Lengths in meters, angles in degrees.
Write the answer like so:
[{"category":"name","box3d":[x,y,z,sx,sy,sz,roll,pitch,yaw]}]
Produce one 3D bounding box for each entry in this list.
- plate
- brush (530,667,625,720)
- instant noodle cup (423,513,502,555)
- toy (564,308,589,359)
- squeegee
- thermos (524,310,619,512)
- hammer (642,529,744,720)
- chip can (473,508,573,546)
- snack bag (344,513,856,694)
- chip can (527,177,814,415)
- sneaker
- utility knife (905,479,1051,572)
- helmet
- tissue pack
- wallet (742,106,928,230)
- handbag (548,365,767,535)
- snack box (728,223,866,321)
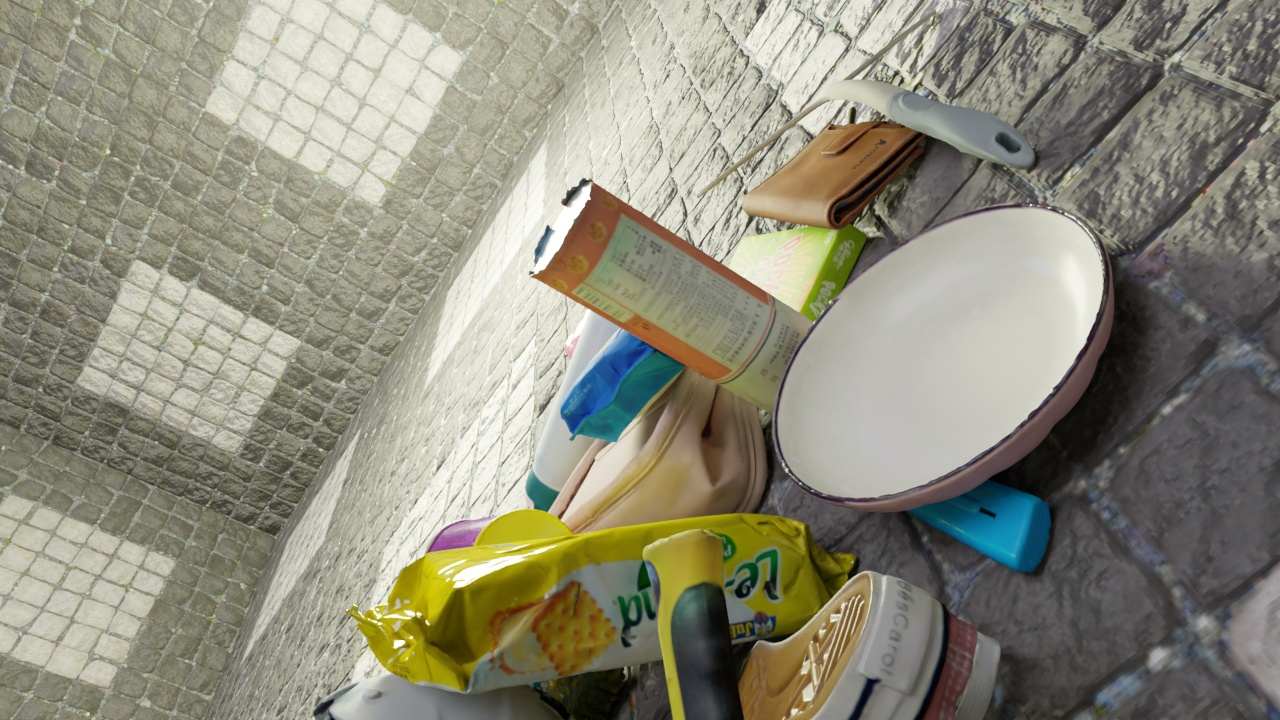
[{"category":"plate","box3d":[0.155,0.002,0.478,0.193,0.039,0.192,-39,26,22]},{"category":"brush","box3d":[-0.061,0.253,0.673,0.144,0.055,0.073,-58,10,9]},{"category":"instant noodle cup","box3d":[-0.133,0.193,0.866,0.099,0.111,0.111,-28,37,41]},{"category":"toy","box3d":[-0.013,-0.042,0.919,0.195,0.074,0.178,-42,39,33]},{"category":"squeegee","box3d":[0.177,-0.172,0.635,0.246,0.039,0.246,-38,32,-3]},{"category":"thermos","box3d":[-0.049,0.048,0.851,0.073,0.073,0.225,-104,34,-63]},{"category":"hammer","box3d":[0.037,0.222,0.315,0.126,0.031,0.323,136,129,-60]},{"category":"chip can","box3d":[-0.088,0.185,0.681,0.214,0.072,0.071,105,-179,-56]},{"category":"snack bag","box3d":[-0.025,0.129,0.511,0.158,0.246,0.068,-25,69,59]},{"category":"chip can","box3d":[0.038,-0.030,0.579,0.071,0.214,0.071,-49,23,29]},{"category":"sneaker","box3d":[0.087,0.164,0.392,0.118,0.088,0.242,-59,-6,-33]},{"category":"utility knife","box3d":[0.147,0.067,0.473,0.034,0.018,0.166,-62,19,-2]},{"category":"helmet","box3d":[-0.092,0.283,0.535,0.229,0.145,0.259,64,150,27]},{"category":"tissue pack","box3d":[-0.004,0.004,0.672,0.095,0.052,0.157,-48,4,19]},{"category":"wallet","box3d":[0.152,-0.147,0.704,0.119,0.035,0.131,-45,23,-6]},{"category":"handbag","box3d":[0.018,0.059,0.728,0.194,0.093,0.233,-45,17,39]},{"category":"snack box","box3d":[0.109,-0.063,0.729,0.085,0.026,0.156,-64,20,-7]}]
